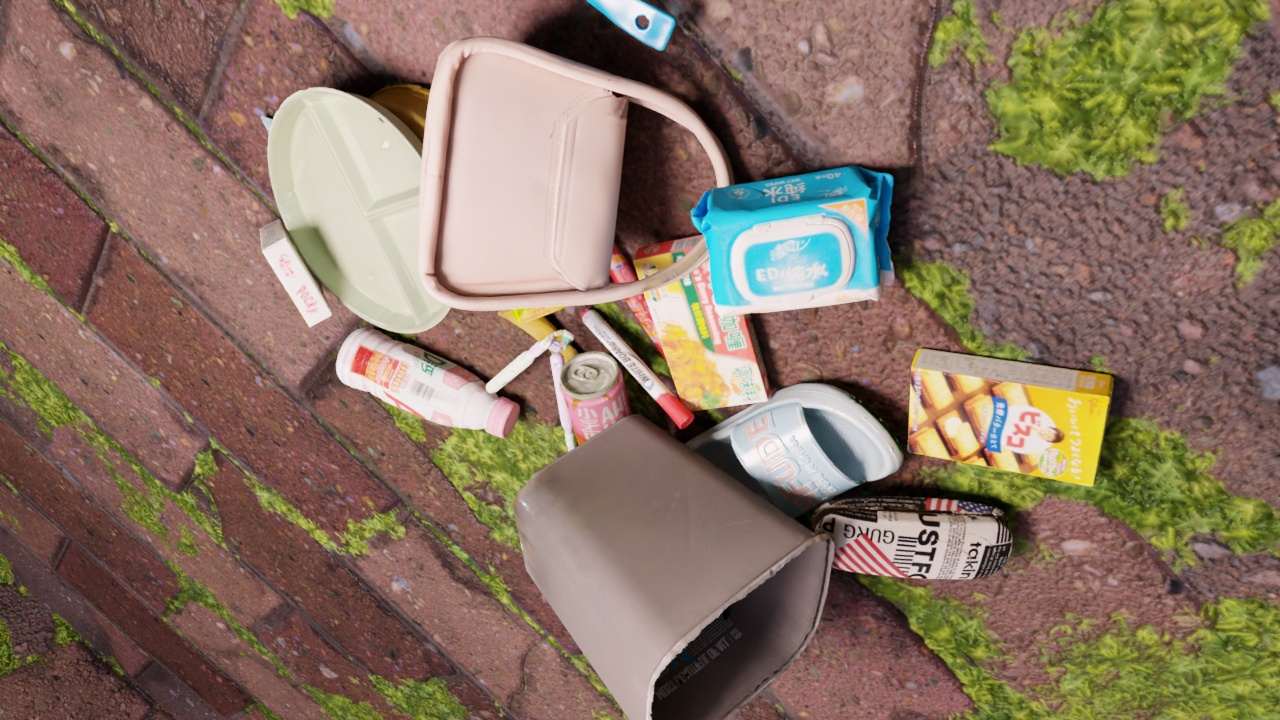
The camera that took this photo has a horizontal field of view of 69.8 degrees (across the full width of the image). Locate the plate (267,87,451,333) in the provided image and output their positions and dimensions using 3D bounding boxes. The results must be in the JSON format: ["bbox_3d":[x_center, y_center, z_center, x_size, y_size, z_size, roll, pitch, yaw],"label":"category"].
[{"bbox_3d":[-0.243,-0.131,0.818,0.230,0.027,0.231,20,129,27],"label":"plate"}]

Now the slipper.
[{"bbox_3d":[0.112,0.093,0.815,0.246,0.074,0.104,-25,108,43],"label":"slipper"}]

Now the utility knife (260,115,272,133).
[{"bbox_3d":[-0.329,-0.166,0.925,0.031,0.019,0.177,-8,115,29],"label":"utility knife"}]

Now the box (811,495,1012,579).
[{"bbox_3d":[0.228,0.137,0.780,0.164,0.076,0.075,2,125,6],"label":"box"}]

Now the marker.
[{"bbox_3d":[-0.005,0.005,0.822,0.145,0.017,0.017,47,138,21],"label":"marker"}]

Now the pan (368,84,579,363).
[{"bbox_3d":[-0.147,-0.087,0.852,0.198,0.078,0.357,-22,105,45],"label":"pan"}]

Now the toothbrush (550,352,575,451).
[{"bbox_3d":[-0.074,0.055,0.911,0.029,0.021,0.189,-1,140,2],"label":"toothbrush"}]

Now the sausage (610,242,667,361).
[{"bbox_3d":[0.004,-0.046,0.809,0.020,0.020,0.156,-19,113,40],"label":"sausage"}]

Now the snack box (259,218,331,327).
[{"bbox_3d":[-0.348,-0.092,0.922,0.085,0.027,0.157,65,167,-24],"label":"snack box"}]

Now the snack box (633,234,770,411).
[{"bbox_3d":[0.054,-0.029,0.776,0.077,0.027,0.156,-9,120,19],"label":"snack box"}]

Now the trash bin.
[{"bbox_3d":[0.017,0.185,0.797,0.220,0.198,0.199,39,147,35],"label":"trash bin"}]

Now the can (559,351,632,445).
[{"bbox_3d":[-0.035,0.060,0.871,0.058,0.057,0.147,13,142,22],"label":"can"}]

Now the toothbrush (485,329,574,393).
[{"bbox_3d":[-0.112,0.005,0.868,0.190,0.029,0.020,-29,79,58],"label":"toothbrush"}]

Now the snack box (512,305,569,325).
[{"bbox_3d":[-0.087,-0.114,0.769,0.026,0.085,0.156,-132,24,-56],"label":"snack box"}]

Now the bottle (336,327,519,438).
[{"bbox_3d":[-0.223,0.028,0.976,0.197,0.068,0.068,21,133,11],"label":"bottle"}]

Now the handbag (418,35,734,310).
[{"bbox_3d":[-0.043,-0.127,0.681,0.234,0.093,0.193,5,106,-7],"label":"handbag"}]

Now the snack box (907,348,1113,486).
[{"bbox_3d":[0.279,0.042,0.703,0.141,0.033,0.087,9,129,24],"label":"snack box"}]

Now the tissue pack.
[{"bbox_3d":[0.111,-0.084,0.661,0.140,0.063,0.090,-7,124,8],"label":"tissue pack"}]

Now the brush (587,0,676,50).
[{"bbox_3d":[-0.083,-0.293,0.642,0.254,0.045,0.083,36,132,9],"label":"brush"}]
